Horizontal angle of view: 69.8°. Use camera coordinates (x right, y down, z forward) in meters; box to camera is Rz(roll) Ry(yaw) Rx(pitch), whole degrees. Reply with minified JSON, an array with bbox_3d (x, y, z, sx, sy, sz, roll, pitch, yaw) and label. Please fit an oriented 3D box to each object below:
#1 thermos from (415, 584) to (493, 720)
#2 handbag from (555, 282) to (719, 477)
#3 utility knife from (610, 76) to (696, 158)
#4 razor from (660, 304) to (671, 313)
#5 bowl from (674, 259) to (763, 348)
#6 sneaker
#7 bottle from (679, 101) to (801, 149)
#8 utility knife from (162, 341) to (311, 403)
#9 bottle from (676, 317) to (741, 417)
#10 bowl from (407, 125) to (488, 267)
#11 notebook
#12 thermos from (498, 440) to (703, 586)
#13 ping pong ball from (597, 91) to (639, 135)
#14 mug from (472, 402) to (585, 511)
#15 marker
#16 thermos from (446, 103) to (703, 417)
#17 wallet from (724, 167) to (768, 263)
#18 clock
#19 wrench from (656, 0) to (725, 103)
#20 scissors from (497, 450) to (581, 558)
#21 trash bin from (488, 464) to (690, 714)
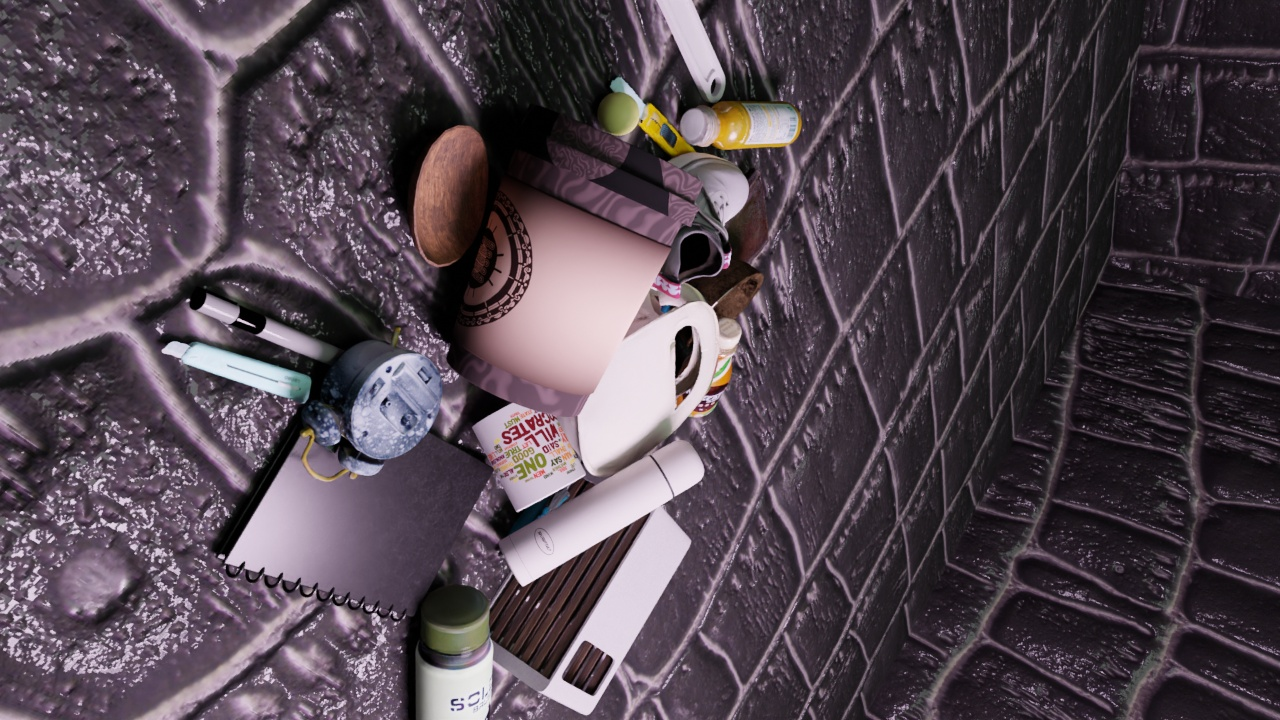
[{"bbox_3d":[-0.189,0.334,0.930,0.082,0.082,0.232,-23,126,-47],"label":"thermos"},{"bbox_3d":[-0.006,0.006,0.964,0.199,0.093,0.201,-26,137,-27],"label":"handbag"},{"bbox_3d":[0.022,-0.236,0.955,0.206,0.018,0.030,29,75,-54],"label":"utility knife"},{"bbox_3d":[0.015,-0.025,1.060,0.042,0.022,0.144,173,-64,-85],"label":"razor"},{"bbox_3d":[0.081,-0.076,1.076,0.121,0.056,0.121,-40,165,-13],"label":"bowl"},{"bbox_3d":[0.056,-0.137,0.948,0.262,0.129,0.097,-35,145,-43],"label":"sneaker"},{"bbox_3d":[0.113,-0.263,1.028,0.185,0.053,0.053,-19,123,-49],"label":"bottle"},{"bbox_3d":[-0.287,0.006,0.658,0.119,0.015,0.022,29,86,-53],"label":"utility knife"},{"bbox_3d":[0.081,0.007,1.077,0.059,0.059,0.167,-45,167,-31],"label":"bottle"},{"bbox_3d":[-0.160,-0.134,0.737,0.101,0.026,0.114,-38,142,-59],"label":"bowl"},{"bbox_3d":[-0.235,0.132,0.799,0.169,0.019,0.231,-62,146,-11],"label":"notebook"},{"bbox_3d":[-0.037,0.155,0.955,0.224,0.052,0.052,-29,136,-9],"label":"thermos"},{"bbox_3d":[-0.021,-0.234,0.869,0.040,0.040,0.040,-31,132,-42],"label":"ping pong ball"},{"bbox_3d":[-0.112,0.090,0.879,0.073,0.105,0.089,-26,86,-33],"label":"mug"},{"bbox_3d":[-0.264,-0.020,0.672,0.140,0.016,0.016,34,80,-56],"label":"marker"},{"bbox_3d":[-0.065,-0.080,0.791,0.172,0.173,0.226,11,106,-56],"label":"thermos"},{"bbox_3d":[0.118,-0.159,1.121,0.099,0.031,0.120,-48,145,-23],"label":"wallet"},{"bbox_3d":[-0.211,0.040,0.717,0.129,0.052,0.090,-55,146,-21],"label":"clock"},{"bbox_3d":[0.030,-0.342,0.900,0.086,0.018,0.273,-59,147,-14],"label":"wrench"},{"bbox_3d":[-0.107,0.157,0.993,0.147,0.019,0.132,-18,124,-48],"label":"scissors"},{"bbox_3d":[-0.062,0.253,1.023,0.228,0.114,0.114,-57,145,-16],"label":"trash bin"}]
